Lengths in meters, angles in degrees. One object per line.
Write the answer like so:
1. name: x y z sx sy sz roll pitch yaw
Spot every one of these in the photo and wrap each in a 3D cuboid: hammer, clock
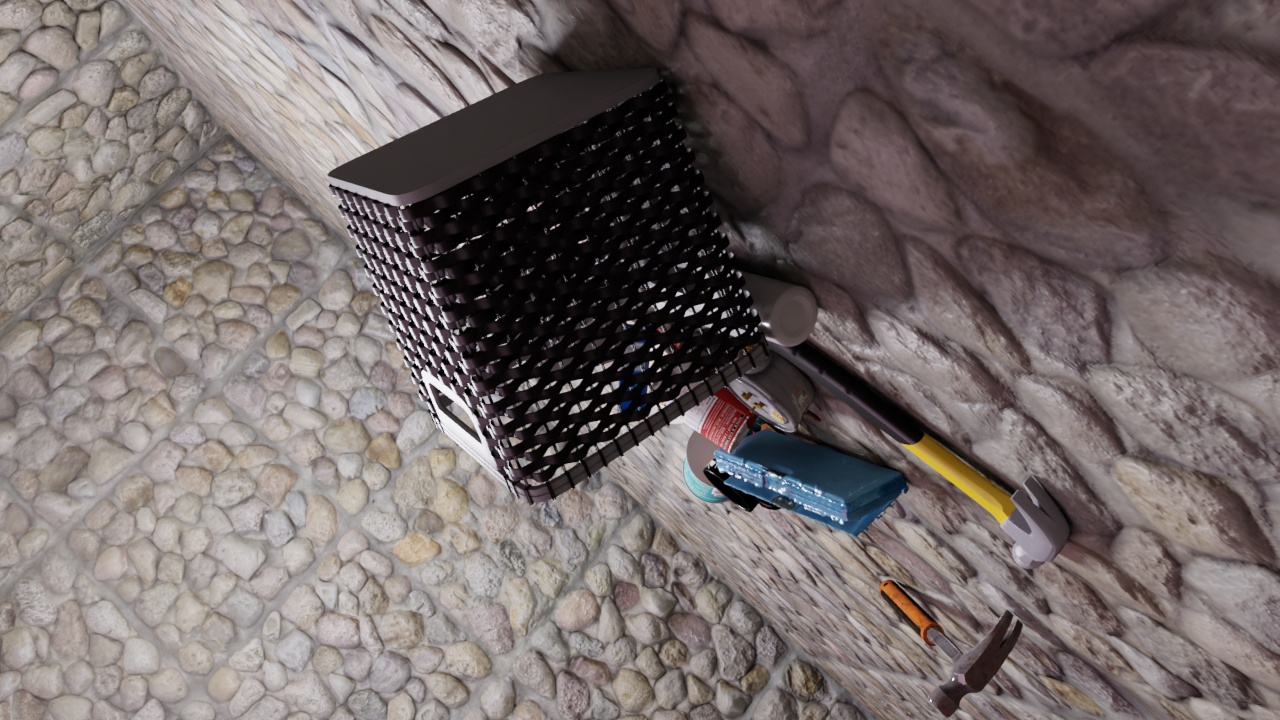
1. hammer: 0.380 0.337 1.189 0.035 0.138 0.314 44 -179 -5
2. clock: 0.129 0.022 0.965 0.104 0.056 0.148 32 165 42
3. hammer: 0.241 0.066 0.834 0.323 0.029 0.127 39 167 20

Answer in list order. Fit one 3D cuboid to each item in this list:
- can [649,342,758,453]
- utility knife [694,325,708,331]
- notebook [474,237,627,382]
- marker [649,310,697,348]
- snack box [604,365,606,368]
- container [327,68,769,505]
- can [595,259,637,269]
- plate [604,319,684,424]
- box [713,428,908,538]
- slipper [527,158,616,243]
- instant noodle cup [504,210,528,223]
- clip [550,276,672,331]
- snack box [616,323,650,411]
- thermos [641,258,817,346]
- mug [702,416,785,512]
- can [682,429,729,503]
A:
1. can: 0.081 0.042 1.085 0.116 0.086 0.087 33 166 14
2. utility knife: 0.086 -0.045 0.976 0.030 0.019 0.217 54 170 -6
3. notebook: -0.116 -0.075 1.166 0.170 0.029 0.209 -17 113 26
4. marker: 0.035 -0.037 1.143 0.145 0.021 0.024 42 151 6
5. snack box: -0.092 -0.073 1.333 0.207 0.057 0.056 48 166 -23
6. container: -0.083 -0.079 0.759 0.247 0.245 0.244 25 142 55
7. can: -0.030 -0.116 1.051 0.080 0.031 0.031 30 163 45
8. plate: 0.010 0.004 1.228 0.189 0.027 0.189 39 153 24
9. box: 0.187 0.135 1.043 0.232 0.093 0.054 14 119 57
10. slipper: -0.090 -0.183 0.944 0.094 0.064 0.239 25 172 45
11. instant noodle cup: -0.156 -0.127 1.218 0.112 0.100 0.100 52 167 -7
12. clip: -0.031 -0.077 1.044 0.126 0.152 0.099 -54 -41 -79
13. snack box: -0.006 0.006 1.071 0.034 0.087 0.151 4 -173 1
14. thermos: 0.072 -0.063 0.862 0.052 0.052 0.224 51 166 -32
15. mug: 0.156 0.142 1.182 0.118 0.098 0.082 35 165 34
16. can: 0.113 0.149 1.337 0.099 0.099 0.144 40 168 12
